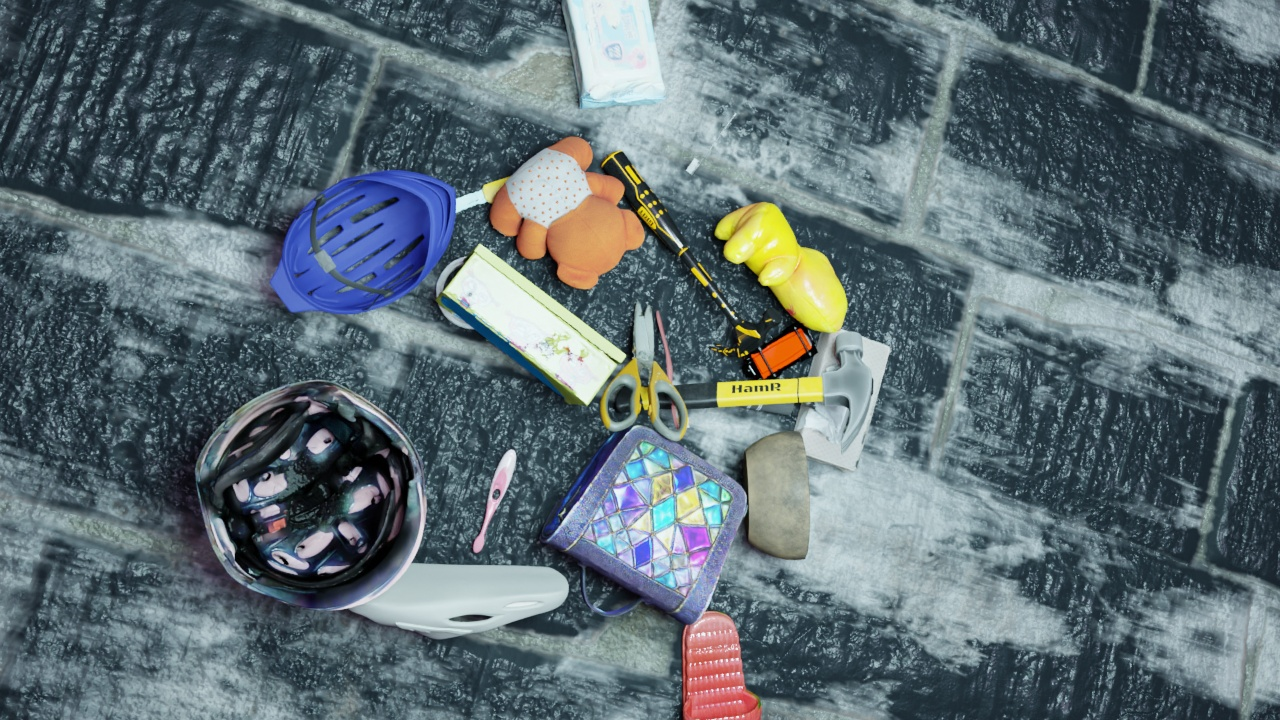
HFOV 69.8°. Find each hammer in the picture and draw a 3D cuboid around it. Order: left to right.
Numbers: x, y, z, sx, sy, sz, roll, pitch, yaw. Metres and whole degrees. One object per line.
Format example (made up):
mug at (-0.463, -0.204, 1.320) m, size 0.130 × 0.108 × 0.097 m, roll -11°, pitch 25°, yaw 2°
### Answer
hammer at (0.053, -0.141, 1.198) m, size 0.036 × 0.124 × 0.320 m, roll -33°, pitch 83°, yaw -39°
hammer at (0.128, 0.045, 1.156) m, size 0.325 × 0.034 × 0.169 m, roll -3°, pitch 50°, yaw 12°

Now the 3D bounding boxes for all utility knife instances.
utility knife at (-0.168, -0.227, 1.187) m, size 0.218 × 0.019 × 0.030 m, roll -22°, pitch 88°, yaw -18°

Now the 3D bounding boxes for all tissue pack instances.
tissue pack at (-0.037, -0.423, 1.206) m, size 0.112 × 0.070 × 0.182 m, roll -9°, pitch 87°, yaw -12°
tissue pack at (0.267, 0.051, 1.237) m, size 0.104 × 0.071 × 0.181 m, roll 20°, pitch 85°, yaw -11°

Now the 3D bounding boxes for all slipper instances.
slipper at (-0.220, 0.297, 1.097) m, size 0.265 × 0.113 × 0.081 m, roll 0°, pitch 105°, yaw -11°
slipper at (0.103, 0.449, 1.171) m, size 0.103 × 0.059 × 0.248 m, roll -6°, pitch 85°, yaw -13°

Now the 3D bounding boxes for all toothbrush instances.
toothbrush at (-0.184, 0.176, 1.154) m, size 0.021 × 0.016 × 0.135 m, roll 21°, pitch 79°, yaw -10°
toothbrush at (0.038, 0.008, 1.172) m, size 0.016 × 0.015 × 0.184 m, roll -20°, pitch 55°, yaw 14°
toothbrush at (0.087, -0.275, 1.163) m, size 0.010 × 0.182 × 0.010 m, roll 36°, pitch 74°, yaw -4°

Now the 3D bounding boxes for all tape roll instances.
tape roll at (-0.213, -0.086, 1.169) m, size 0.093 × 0.013 × 0.093 m, roll 1°, pitch 86°, yaw -13°

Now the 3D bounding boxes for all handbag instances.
handbag at (0.001, 0.212, 1.134) m, size 0.205 × 0.126 × 0.221 m, roll 32°, pitch 77°, yaw -8°

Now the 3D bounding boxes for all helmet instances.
helmet at (-0.364, 0.159, 1.042) m, size 0.229 × 0.153 × 0.255 m, roll -43°, pitch 89°, yaw -20°
helmet at (-0.307, -0.139, 1.044) m, size 0.241 × 0.228 × 0.148 m, roll -36°, pitch 103°, yaw -12°

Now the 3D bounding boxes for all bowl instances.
bowl at (0.169, 0.171, 1.160) m, size 0.070 × 0.162 × 0.162 m, roll -1°, pitch 85°, yaw 3°

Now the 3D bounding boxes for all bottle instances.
bottle at (0.147, 0.049, 1.227) m, size 0.113 × 0.030 × 0.030 m, roll 11°, pitch 83°, yaw -11°

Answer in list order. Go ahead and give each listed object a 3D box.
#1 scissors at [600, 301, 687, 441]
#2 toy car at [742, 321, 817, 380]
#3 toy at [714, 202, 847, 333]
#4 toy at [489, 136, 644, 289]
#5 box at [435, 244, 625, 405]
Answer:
scissors at (-0.007, 0.006, 1.144) m, size 0.134 × 0.016 × 0.227 m, roll 3°, pitch 49°, yaw -17°
toy car at (0.185, -0.009, 1.230) m, size 0.100 × 0.049 × 0.051 m, roll -30°, pitch 91°, yaw -13°
toy at (0.190, -0.125, 1.194) m, size 0.194 × 0.134 × 0.087 m, roll 41°, pitch 104°, yaw -15°
toy at (-0.088, -0.182, 1.167) m, size 0.163 × 0.093 × 0.172 m, roll -41°, pitch 90°, yaw -9°
box at (-0.138, -0.041, 1.117) m, size 0.221 × 0.124 × 0.082 m, roll 40°, pitch 78°, yaw -11°
